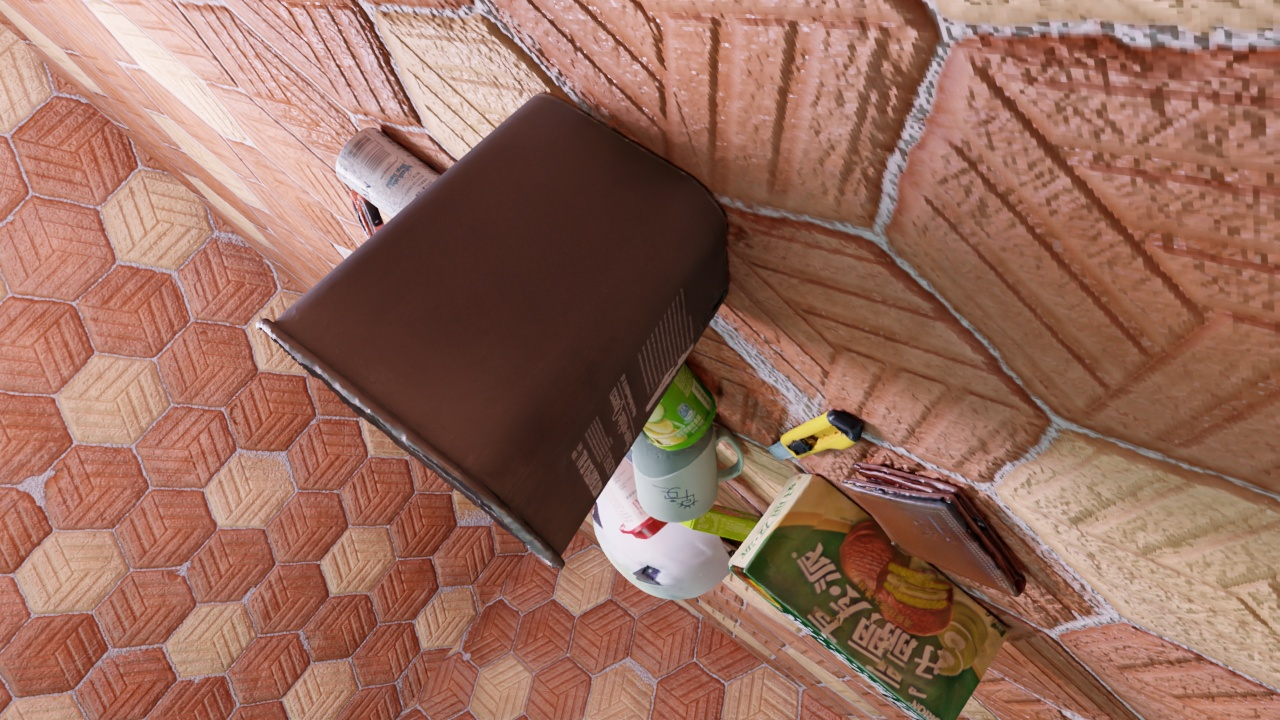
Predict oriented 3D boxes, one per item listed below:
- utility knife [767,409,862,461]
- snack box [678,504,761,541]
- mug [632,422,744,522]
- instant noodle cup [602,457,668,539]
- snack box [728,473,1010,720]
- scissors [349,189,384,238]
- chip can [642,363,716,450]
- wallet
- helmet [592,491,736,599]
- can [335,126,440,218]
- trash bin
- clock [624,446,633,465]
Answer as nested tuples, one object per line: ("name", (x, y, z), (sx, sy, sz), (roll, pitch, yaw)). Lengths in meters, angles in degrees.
("utility knife", (0.137, 0.069, 0.756), (0.033, 0.015, 0.218), (40, 166, 3))
("snack box", (0.102, 0.188, 1.070), (0.156, 0.026, 0.086), (18, 177, -29))
("mug", (0.048, 0.096, 0.917), (0.082, 0.112, 0.106), (-96, -1, -49))
("instant noodle cup", (-0.002, 0.150, 1.176), (0.124, 0.116, 0.117), (50, 165, -1))
("snack box", (0.209, 0.220, 0.848), (0.240, 0.114, 0.063), (40, 167, -2))
("scissors", (-0.302, -0.117, 1.088), (0.213, 0.015, 0.198), (61, 160, 10))
("chip can", (-0.013, -0.008, 0.772), (0.073, 0.072, 0.221), (21, 158, 49))
("wallet", (0.224, 0.128, 0.698), (0.124, 0.032, 0.101), (45, 162, -28))
("helmet", (0.020, 0.276, 1.419), (0.259, 0.145, 0.229), (29, 163, 33))
("can", (-0.202, -0.147, 0.828), (0.147, 0.058, 0.058), (37, 166, 7))
("trash bin", (-0.068, -0.019, 0.572), (0.199, 0.219, 0.199), (35, 165, 17))
("clock", (0.014, 0.098, 1.058), (0.117, 0.059, 0.159), (45, 167, -22))
